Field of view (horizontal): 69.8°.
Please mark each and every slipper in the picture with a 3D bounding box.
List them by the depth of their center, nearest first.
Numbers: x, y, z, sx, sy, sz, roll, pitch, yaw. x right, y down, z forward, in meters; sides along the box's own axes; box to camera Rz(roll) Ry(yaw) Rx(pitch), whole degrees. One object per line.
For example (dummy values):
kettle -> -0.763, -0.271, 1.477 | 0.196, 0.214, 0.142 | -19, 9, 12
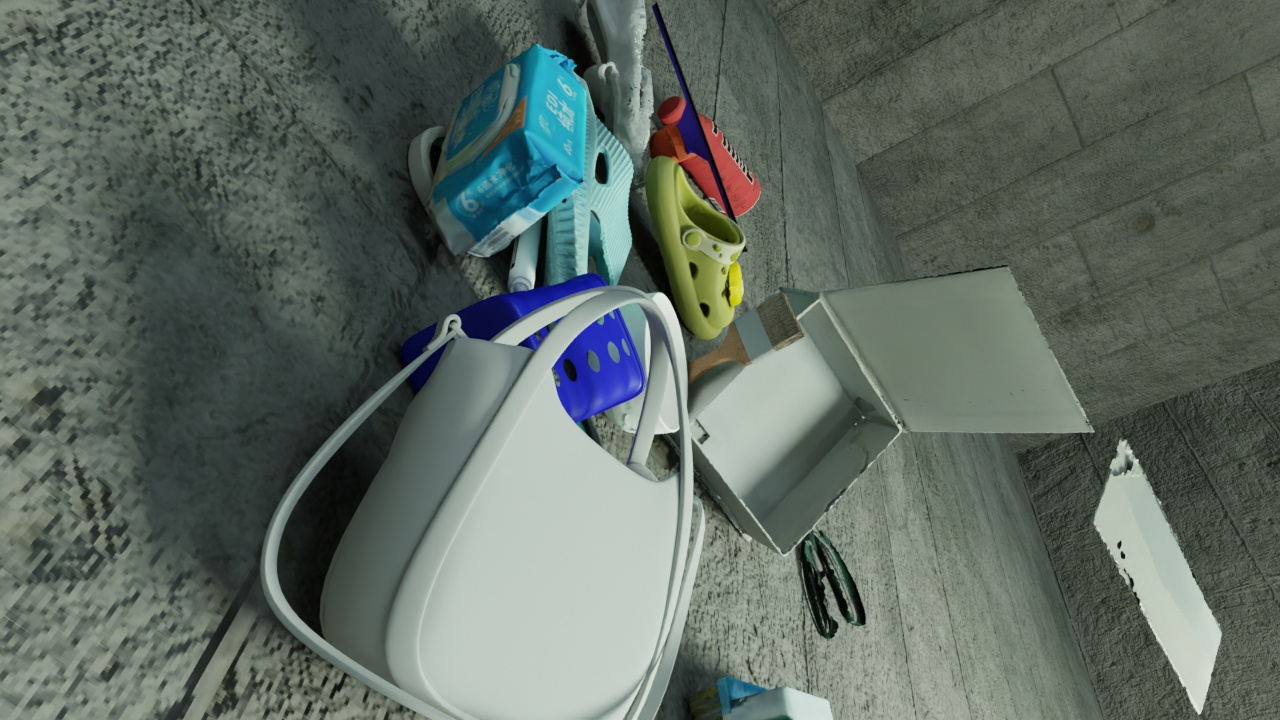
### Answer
slipper -> -0.039, -0.130, 0.695 | 0.275, 0.069, 0.116 | -96, -171, -45
slipper -> 0.062, -0.114, 0.892 | 0.091, 0.082, 0.191 | -80, 152, -58
slipper -> -0.021, -0.279, 0.921 | 0.112, 0.075, 0.246 | 60, 22, -61

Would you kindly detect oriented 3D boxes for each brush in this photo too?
brush -> 0.097, 0.254, 0.632 | 0.136, 0.075, 0.055 | 36, 37, -47
brush -> 0.058, 0.000, 0.719 | 0.008, 0.143, 0.045 | 38, 26, -48

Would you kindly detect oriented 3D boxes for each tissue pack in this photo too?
tissue pack -> -0.084, -0.137, 0.585 | 0.061, 0.093, 0.144 | 39, 32, -31

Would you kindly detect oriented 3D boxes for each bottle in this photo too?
bottle -> 0.081, -0.251, 1.124 | 0.176, 0.062, 0.062 | 43, 31, -41

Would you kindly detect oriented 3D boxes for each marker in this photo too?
marker -> -0.080, -0.078, 0.637 | 0.017, 0.020, 0.133 | 36, 24, -22

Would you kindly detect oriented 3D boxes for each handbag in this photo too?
handbag -> -0.038, 0.057, 0.424 | 0.216, 0.096, 0.222 | 42, 62, -41

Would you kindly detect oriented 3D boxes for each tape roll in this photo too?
tape roll -> -0.120, -0.114, 0.622 | 0.093, 0.013, 0.092 | 46, 29, -36

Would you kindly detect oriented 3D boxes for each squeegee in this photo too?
squeegee -> 0.038, -0.229, 0.971 | 0.184, 0.055, 0.249 | -123, -169, -80

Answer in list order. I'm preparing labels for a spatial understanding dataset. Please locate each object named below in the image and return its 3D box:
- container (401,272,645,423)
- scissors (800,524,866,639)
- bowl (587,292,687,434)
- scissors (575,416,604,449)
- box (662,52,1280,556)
container -> -0.064, 0.004, 0.532 | 0.085, 0.085, 0.113 | 66, 24, 0
scissors -> 0.195, 0.199, 0.972 | 0.154, 0.015, 0.209 | 33, 40, -47
bowl -> -0.004, 0.004, 0.679 | 0.104, 0.054, 0.105 | -6, 90, -73
scissors -> -0.028, 0.092, 0.598 | 0.128, 0.019, 0.139 | -90, 154, -57
box -> 0.261, -0.023, 0.715 | 0.167, 0.507, 0.148 | 52, 22, -25
